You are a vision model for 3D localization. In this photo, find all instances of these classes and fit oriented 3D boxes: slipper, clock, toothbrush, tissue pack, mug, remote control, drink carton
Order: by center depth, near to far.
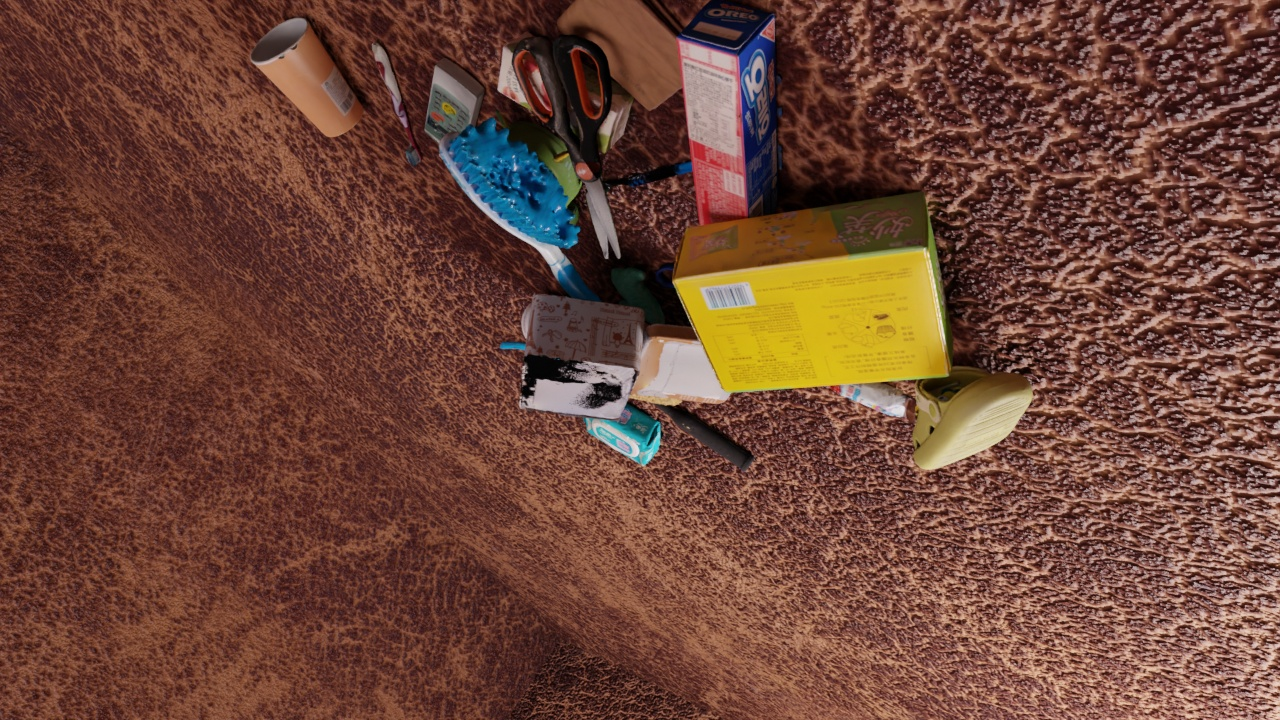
[{"bbox_3d":[-0.068,-0.247,0.843,0.122,0.045,0.054,31,142,7],"label":"drink carton"},{"bbox_3d":[0.301,0.041,0.855,0.191,0.091,0.081,80,171,-69],"label":"slipper"},{"bbox_3d":[0.005,-0.179,0.908,0.014,0.016,0.190,42,155,-31],"label":"toothbrush"},{"bbox_3d":[-0.120,-0.191,0.997,0.116,0.056,0.161,32,155,11],"label":"clock"},{"bbox_3d":[-0.206,-0.274,1.007,0.056,0.019,0.135,38,155,-4],"label":"remote control"},{"bbox_3d":[-0.286,-0.295,1.074,0.016,0.017,0.188,27,155,17],"label":"toothbrush"},{"bbox_3d":[-0.387,-0.330,1.085,0.078,0.078,0.123,17,154,37],"label":"mug"},{"bbox_3d":[0.065,0.086,1.288,0.212,0.027,0.026,34,111,8],"label":"toothbrush"},{"bbox_3d":[-0.031,0.101,1.407,0.133,0.050,0.093,30,156,15],"label":"tissue pack"}]

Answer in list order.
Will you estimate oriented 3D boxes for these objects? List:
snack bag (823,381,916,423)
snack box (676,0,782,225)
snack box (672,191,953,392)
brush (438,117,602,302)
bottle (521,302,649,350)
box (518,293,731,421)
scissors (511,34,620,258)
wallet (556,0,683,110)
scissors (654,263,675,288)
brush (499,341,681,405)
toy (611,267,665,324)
[{"bbox_3d":[0.241,0.034,0.965,0.105,0.026,0.045,23,149,23],"label":"snack bag"},{"bbox_3d":[0.076,-0.188,0.750,0.058,0.057,0.208,27,154,25],"label":"snack box"},{"bbox_3d":[0.152,-0.051,0.794,0.210,0.069,0.158,-6,138,23],"label":"snack box"},{"bbox_3d":[-0.095,-0.127,0.959,0.110,0.060,0.314,8,150,50],"label":"brush"},{"bbox_3d":[-0.069,-0.041,1.184,0.197,0.068,0.068,9,144,43],"label":"bottle"},{"bbox_3d":[-0.006,0.006,1.069,0.259,0.082,0.177,6,156,-7],"label":"box"},{"bbox_3d":[-0.041,-0.185,0.831,0.149,0.021,0.235,-12,121,43],"label":"scissors"},{"bbox_3d":[-0.007,-0.266,0.766,0.115,0.020,0.101,41,157,-16],"label":"wallet"},{"bbox_3d":[0.083,-0.076,0.993,0.162,0.012,0.175,22,151,30],"label":"scissors"},{"bbox_3d":[-0.057,0.011,1.189,0.254,0.045,0.083,17,170,-14],"label":"brush"},{"bbox_3d":[-0.006,-0.075,1.090,0.097,0.030,0.092,12,144,52],"label":"toy"}]
